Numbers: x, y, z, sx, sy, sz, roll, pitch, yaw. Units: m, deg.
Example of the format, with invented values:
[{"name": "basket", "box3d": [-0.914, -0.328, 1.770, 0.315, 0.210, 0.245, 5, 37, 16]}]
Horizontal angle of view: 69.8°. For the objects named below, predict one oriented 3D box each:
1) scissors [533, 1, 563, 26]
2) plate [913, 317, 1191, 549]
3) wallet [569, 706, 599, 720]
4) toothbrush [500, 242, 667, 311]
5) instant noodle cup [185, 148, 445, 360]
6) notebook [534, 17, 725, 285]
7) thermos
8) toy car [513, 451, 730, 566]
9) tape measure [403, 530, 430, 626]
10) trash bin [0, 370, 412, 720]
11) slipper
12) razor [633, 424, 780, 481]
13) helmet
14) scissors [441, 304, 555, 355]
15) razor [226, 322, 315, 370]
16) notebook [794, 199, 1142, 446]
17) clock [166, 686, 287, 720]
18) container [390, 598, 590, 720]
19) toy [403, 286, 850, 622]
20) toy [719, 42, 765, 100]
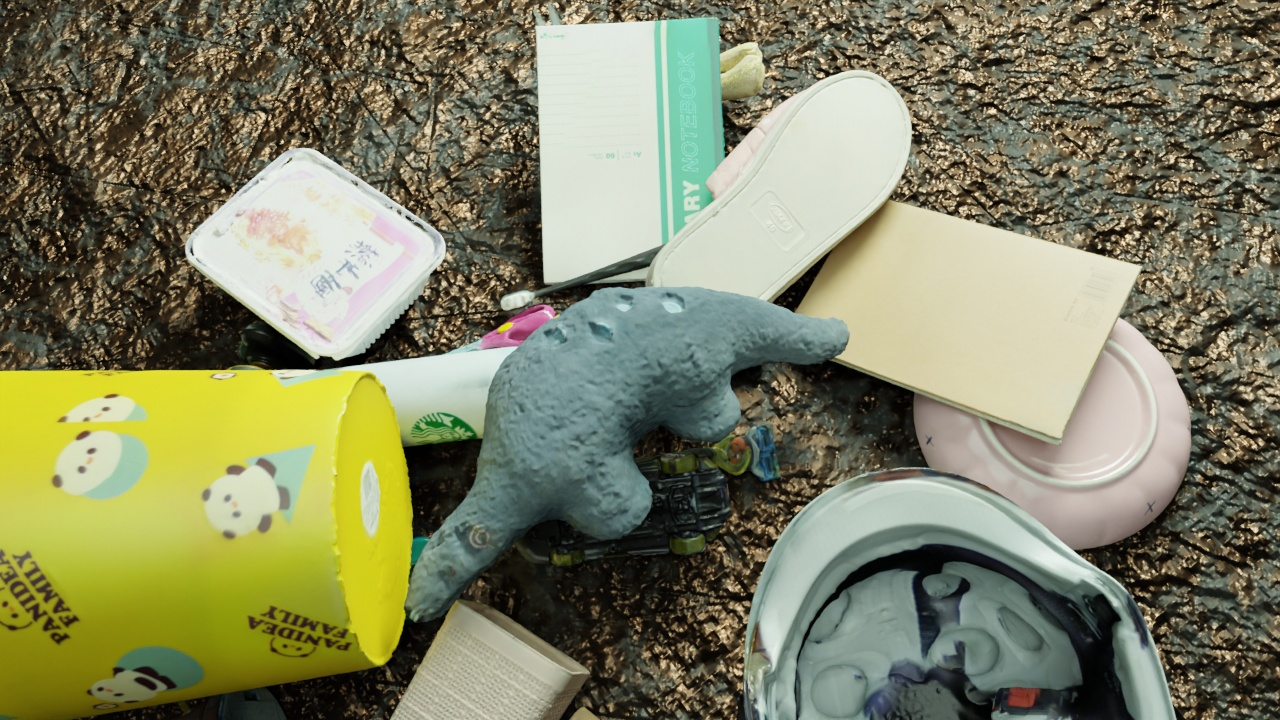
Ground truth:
[{"name": "scissors", "box3d": [-0.052, -0.204, 0.756, 0.173, 0.014, 0.142, 31, 95, -1]}, {"name": "plate", "box3d": [0.296, 0.035, 0.653, 0.192, 0.039, 0.192, -2, 69, 5]}, {"name": "wallet", "box3d": [-0.021, 0.295, 0.589, 0.115, 0.033, 0.090, 34, 73, 17]}, {"name": "toothbrush", "box3d": [-0.025, -0.070, 0.723, 0.181, 0.018, 0.015, -18, 96, 2]}, {"name": "instant noodle cup", "box3d": [-0.252, -0.077, 0.733, 0.173, 0.060, 0.137, 34, 68, 15]}, {"name": "notebook", "box3d": [-0.007, -0.168, 0.738, 0.150, 0.012, 0.209, -2, 89, 3]}, {"name": "thermos", "box3d": [-0.145, 0.031, 0.676, 0.224, 0.073, 0.073, -7, 68, 6]}, {"name": "toy car", "box3d": [-0.016, 0.104, 0.649, 0.158, 0.042, 0.070, -6, 95, 1]}, {"name": "tape measure", "box3d": [-0.159, 0.154, 0.659, 0.054, 0.025, 0.058, -28, 70, -4]}, {"name": "trash bin", "box3d": [-0.289, 0.107, 0.567, 0.255, 0.230, 0.229, -4, 68, -2]}, {"name": "slipper", "box3d": [0.108, -0.119, 0.711, 0.114, 0.054, 0.274, 44, 75, -3]}, {"name": "razor", "box3d": [0.029, 0.073, 0.674, 0.143, 0.022, 0.042, -7, 67, 3]}, {"name": "helmet", "box3d": [0.175, 0.207, 0.543, 0.229, 0.146, 0.258, -20, 60, -4]}, {"name": "scissors", "box3d": [-0.129, -0.009, 0.713, 0.135, 0.017, 0.064, -21, 27, 3]}, {"name": "razor", "box3d": [-0.323, 0.048, 0.706, 0.068, 0.062, 0.167, 24, 77, 45]}, {"name": "notebook", "box3d": [0.229, -0.041, 0.673, 0.212, 0.012, 0.149, 23, 71, 31]}, {"name": "clock", "box3d": [-0.266, 0.268, 0.595, 0.055, 0.082, 0.122, -25, 68, 0]}, {"name": "container", "box3d": [-0.103, 0.227, 0.594, 0.090, 0.090, 0.110, 28, 78, 15]}, {"name": "toy", "box3d": [-0.019, 0.029, 0.599, 0.355, 0.091, 0.138, -35, 100, -18]}, {"name": "toy", "box3d": [0.026, -0.241, 0.770, 0.157, 0.066, 0.105, 1, 64, 13]}]
